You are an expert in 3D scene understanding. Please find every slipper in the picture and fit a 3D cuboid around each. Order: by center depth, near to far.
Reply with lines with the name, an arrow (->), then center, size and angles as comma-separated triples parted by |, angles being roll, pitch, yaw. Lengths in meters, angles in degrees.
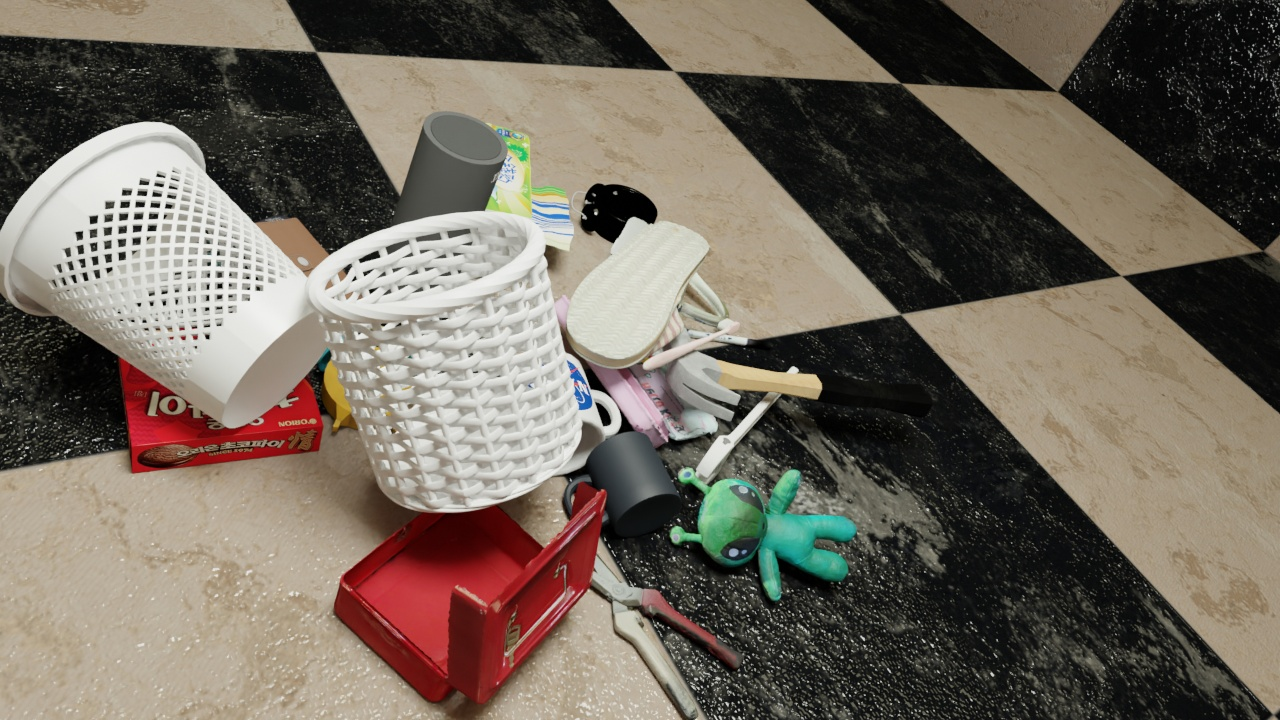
slipper -> 0.002, -0.071, 1.021 | 0.115, 0.052, 0.262 | 26, 44, 9

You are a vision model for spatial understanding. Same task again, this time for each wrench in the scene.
wrench -> 0.127, 0.068, 1.048 | 0.018, 0.066, 0.272 | 36, 36, 12

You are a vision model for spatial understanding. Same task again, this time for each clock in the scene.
clock -> -0.268, 0.016, 0.905 | 0.099, 0.044, 0.129 | 6, 51, -22
clock -> -0.037, -0.203, 1.262 | 0.120, 0.043, 0.091 | 17, 41, -11

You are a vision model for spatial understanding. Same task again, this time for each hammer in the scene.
hammer -> 0.187, 0.029, 1.056 | 0.328, 0.039, 0.131 | 7, 30, -19

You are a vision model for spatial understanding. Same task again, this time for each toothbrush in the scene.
toothbrush -> 0.056, -0.018, 1.007 | 0.018, 0.016, 0.180 | 27, 31, 28

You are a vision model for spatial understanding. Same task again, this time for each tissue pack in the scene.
tissue pack -> -0.153, -0.192, 1.139 | 0.141, 0.121, 0.197 | 9, 49, -17

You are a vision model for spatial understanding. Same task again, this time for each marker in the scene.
marker -> 0.102, -0.029, 1.172 | 0.152, 0.011, 0.011 | 8, 43, -20

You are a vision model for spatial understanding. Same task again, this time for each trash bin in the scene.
trash bin -> -0.376, -0.058, 0.770 | 0.199, 0.196, 0.194 | 39, 41, 1

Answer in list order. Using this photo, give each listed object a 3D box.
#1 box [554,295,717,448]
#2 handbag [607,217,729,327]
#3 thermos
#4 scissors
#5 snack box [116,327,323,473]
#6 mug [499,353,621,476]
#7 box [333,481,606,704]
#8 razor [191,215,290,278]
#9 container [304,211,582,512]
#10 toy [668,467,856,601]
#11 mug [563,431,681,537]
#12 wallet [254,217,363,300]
box -> -0.015, 0.016, 1.040 | 0.153, 0.067, 0.201 | 17, 31, -55
handbag -> 0.041, -0.103, 1.161 | 0.176, 0.074, 0.151 | 30, 31, -4
thermos -> -0.213, -0.129, 0.938 | 0.082, 0.241, 0.082 | 18, 40, -16
scissors -> 0.010, 0.238, 0.831 | 0.185, 0.015, 0.179 | 9, 42, -18
snack box -> -0.382, 0.029, 0.832 | 0.151, 0.036, 0.132 | -5, 49, -32
mug -> -0.077, 0.054, 0.925 | 0.121, 0.091, 0.090 | 3, 45, -27
box -> -0.140, 0.166, 0.740 | 0.170, 0.157, 0.156 | 21, 35, 24
razor -> -0.414, -0.124, 0.974 | 0.047, 0.052, 0.142 | 26, 34, 5
container -> -0.155, -0.003, 0.764 | 0.189, 0.187, 0.189 | -8, 29, 4
toy -> 0.123, 0.171, 0.924 | 0.193, 0.072, 0.130 | 17, 76, -11
mug -> -0.023, 0.128, 0.900 | 0.105, 0.071, 0.077 | -22, 55, -10
wallet -> -0.354, -0.102, 0.971 | 0.121, 0.013, 0.087 | 48, 24, 4
